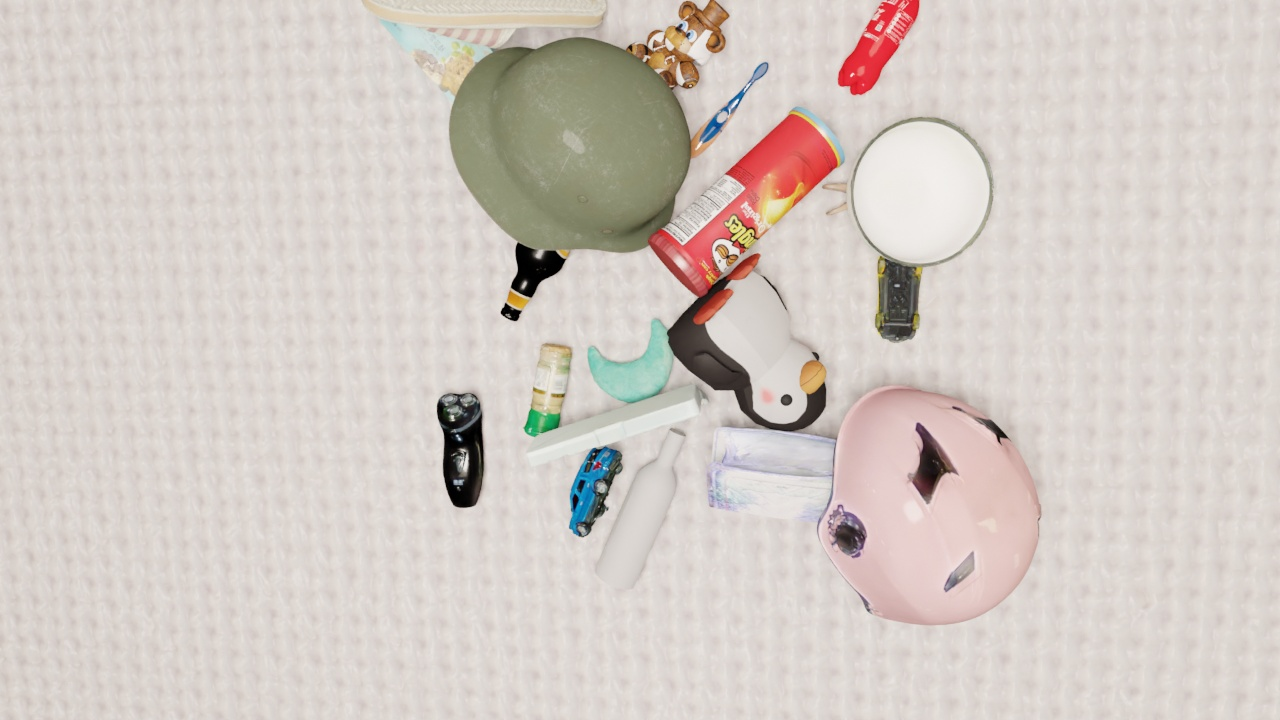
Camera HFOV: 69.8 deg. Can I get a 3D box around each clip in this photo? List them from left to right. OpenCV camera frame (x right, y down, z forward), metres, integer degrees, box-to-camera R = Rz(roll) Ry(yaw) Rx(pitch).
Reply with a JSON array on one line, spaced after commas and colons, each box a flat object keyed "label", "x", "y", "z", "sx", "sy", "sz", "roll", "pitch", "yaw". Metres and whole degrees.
[{"label": "clip", "x": 0.234, "y": -0.178, "z": 1.022, "sx": 0.049, "sy": 0.026, "sz": 0.061, "roll": 28, "pitch": 93, "yaw": -6}]

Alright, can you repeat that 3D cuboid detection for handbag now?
[{"label": "handbag", "x": 0.156, "y": 0.132, "z": 1.034, "sx": 0.159, "sy": 0.127, "sz": 0.069, "roll": 5, "pitch": 55, "yaw": 10}]

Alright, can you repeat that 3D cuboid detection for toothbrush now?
[{"label": "toothbrush", "x": 0.097, "y": -0.281, "z": 1.034, "sx": 0.021, "sy": 0.017, "sz": 0.135, "roll": 43, "pitch": 103, "yaw": 5}]

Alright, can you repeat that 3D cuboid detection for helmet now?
[{"label": "helmet", "x": -0.043, "y": -0.230, "z": 0.950, "sx": 0.267, "sy": 0.154, "sz": 0.226, "roll": 33, "pitch": 66, "yaw": -27}, {"label": "helmet", "x": 0.306, "y": 0.149, "z": 0.937, "sx": 0.229, "sy": 0.153, "sz": 0.255, "roll": -19, "pitch": 97, "yaw": -28}]

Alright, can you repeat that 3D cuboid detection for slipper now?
[{"label": "slipper", "x": -0.167, "y": -0.382, "z": 0.992, "sx": 0.262, "sy": 0.115, "sz": 0.052, "roll": -6, "pitch": 141, "yaw": -20}]

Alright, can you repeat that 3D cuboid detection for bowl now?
[{"label": "bowl", "x": 0.288, "y": -0.176, "z": 0.978, "sx": 0.153, "sy": 0.073, "sz": 0.153, "roll": -1, "pitch": 96, "yaw": -6}]

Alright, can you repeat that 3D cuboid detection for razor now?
[{"label": "razor", "x": -0.217, "y": 0.110, "z": 1.104, "sx": 0.053, "sy": 0.063, "sz": 0.140, "roll": -1, "pitch": 96, "yaw": 10}]

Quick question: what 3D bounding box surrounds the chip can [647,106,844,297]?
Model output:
[{"label": "chip can", "x": 0.114, "y": -0.170, "z": 0.988, "sx": 0.213, "sy": 0.087, "sz": 0.087, "roll": -43, "pitch": 89, "yaw": -1}]

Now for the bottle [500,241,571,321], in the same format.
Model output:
[{"label": "bottle", "x": -0.113, "y": -0.129, "z": 1.061, "sx": 0.059, "sy": 0.059, "sz": 0.182, "roll": 29, "pitch": 100, "yaw": 4}]

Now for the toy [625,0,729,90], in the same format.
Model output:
[{"label": "toy", "x": 0.047, "y": -0.346, "z": 1.009, "sx": 0.113, "sy": 0.067, "sz": 0.087, "roll": -45, "pitch": 65, "yaw": 23}]

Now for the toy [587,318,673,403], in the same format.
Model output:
[{"label": "toy", "x": -0.006, "y": 0.006, "z": 1.077, "sx": 0.105, "sy": 0.033, "sz": 0.085, "roll": -24, "pitch": 82, "yaw": 12}]

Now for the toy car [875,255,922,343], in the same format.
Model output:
[{"label": "toy car", "x": 0.286, "y": -0.072, "z": 1.021, "sx": 0.049, "sy": 0.030, "sz": 0.107, "roll": 3, "pitch": 95, "yaw": 7}]

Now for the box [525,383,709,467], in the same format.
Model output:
[{"label": "box", "x": -0.024, "y": 0.070, "z": 1.034, "sx": 0.197, "sy": 0.136, "sz": 0.044, "roll": -18, "pitch": 89, "yaw": 10}]

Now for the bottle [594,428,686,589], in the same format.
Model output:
[{"label": "bottle", "x": 0.006, "y": 0.172, "z": 1.083, "sx": 0.052, "sy": 0.052, "sz": 0.195, "roll": 24, "pitch": 100, "yaw": 5}]

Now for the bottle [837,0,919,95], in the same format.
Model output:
[{"label": "bottle", "x": 0.263, "y": -0.353, "z": 0.984, "sx": 0.042, "sy": 0.042, "sz": 0.142, "roll": 32, "pitch": 100, "yaw": 4}]

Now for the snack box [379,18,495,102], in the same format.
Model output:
[{"label": "snack box", "x": -0.211, "y": -0.349, "z": 1.053, "sx": 0.075, "sy": 0.053, "sz": 0.174, "roll": -42, "pitch": 90, "yaw": 9}]

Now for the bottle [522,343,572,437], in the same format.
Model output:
[{"label": "bottle", "x": -0.110, "y": 0.036, "z": 1.090, "sx": 0.043, "sy": 0.043, "sz": 0.111, "roll": 12, "pitch": 98, "yaw": 7}]

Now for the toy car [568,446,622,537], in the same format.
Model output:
[{"label": "toy car", "x": -0.057, "y": 0.153, "z": 1.080, "sx": 0.043, "sy": 0.056, "sz": 0.120, "roll": 25, "pitch": 120, "yaw": 10}]

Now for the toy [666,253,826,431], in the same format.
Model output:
[{"label": "toy", "x": 0.124, "y": 0.002, "z": 1.019, "sx": 0.184, "sy": 0.158, "sz": 0.140, "roll": 47, "pitch": 140, "yaw": -9}]
